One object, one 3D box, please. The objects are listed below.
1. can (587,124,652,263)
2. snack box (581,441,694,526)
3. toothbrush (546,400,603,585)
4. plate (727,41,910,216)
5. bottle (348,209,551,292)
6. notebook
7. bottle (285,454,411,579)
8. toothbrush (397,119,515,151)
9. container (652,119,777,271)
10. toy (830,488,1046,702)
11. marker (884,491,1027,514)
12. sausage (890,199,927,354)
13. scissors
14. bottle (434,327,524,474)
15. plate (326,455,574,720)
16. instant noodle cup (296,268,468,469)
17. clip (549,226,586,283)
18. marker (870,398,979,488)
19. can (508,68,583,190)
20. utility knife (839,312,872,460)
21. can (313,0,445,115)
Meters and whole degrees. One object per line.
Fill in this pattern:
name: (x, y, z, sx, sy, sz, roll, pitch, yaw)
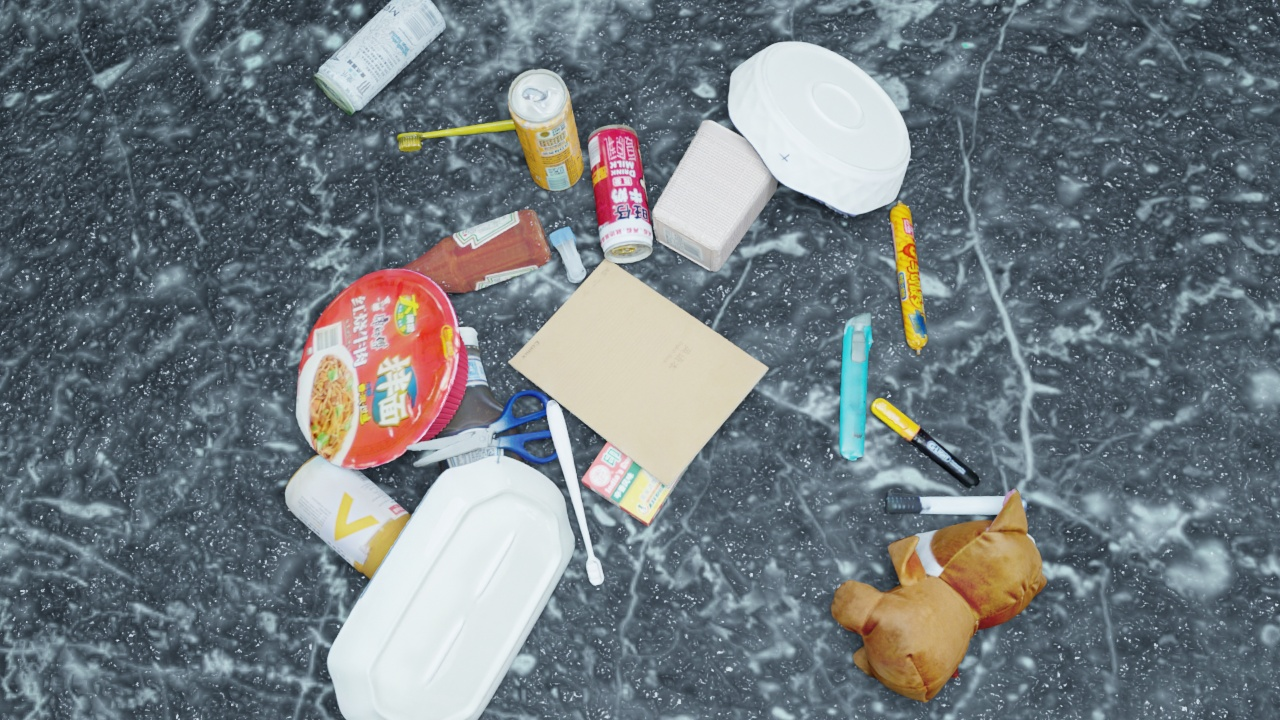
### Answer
can: (-0.021, -0.170, 0.938, 0.053, 0.053, 0.132, -8, 73, 0)
snack box: (0.019, 0.074, 0.886, 0.077, 0.027, 0.155, 32, 78, 12)
toothbrush: (-0.063, 0.124, 0.870, 0.016, 0.016, 0.180, -15, 82, 2)
plate: (0.183, -0.237, 0.905, 0.204, 0.046, 0.204, 15, 52, -20)
bottle: (-0.193, -0.092, 0.924, 0.206, 0.060, 0.059, -20, 75, -1)
notebook: (-0.005, 0.005, 0.891, 0.211, 0.012, 0.149, 36, 77, 24)
bottle: (-0.243, 0.164, 0.850, 0.189, 0.068, 0.068, 38, 79, 10)
toothbrush: (-0.166, -0.246, 0.985, 0.190, 0.016, 0.016, -8, 79, 0)
container: (0.072, -0.160, 0.917, 0.090, 0.090, 0.111, 31, 81, 9)
toy: (0.269, 0.204, 0.807, 0.199, 0.140, 0.130, -32, 35, -8)
marker: (0.296, 0.135, 0.865, 0.131, 0.018, 0.022, -1, 65, 2)
sausage: (0.270, -0.085, 0.923, 0.021, 0.021, 0.165, -4, 75, 1)
scissors: (-0.134, 0.080, 0.842, 0.125, 0.012, 0.173, 51, 43, -12)
bottle: (-0.160, 0.063, 0.888, 0.080, 0.044, 0.194, -12, 74, -3)
plate: (-0.154, 0.214, 0.804, 0.162, 0.034, 0.265, 38, 77, -28)
instant noodle cup: (-0.234, 0.013, 0.870, 0.194, 0.066, 0.193, -8, 71, 24)
clip: (-0.072, -0.107, 0.944, 0.027, 0.045, 0.058, -22, 81, -5)
marker: (0.273, 0.079, 0.882, 0.124, 0.015, 0.018, 40, 84, 10)
can: (-0.092, -0.224, 0.909, 0.058, 0.146, 0.058, -1, 75, 2)
utility knife: (0.211, 0.023, 0.900, 0.029, 0.013, 0.151, 4, 75, 6)
can: (-0.280, -0.335, 0.991, 0.058, 0.058, 0.146, 41, 80, 11)
